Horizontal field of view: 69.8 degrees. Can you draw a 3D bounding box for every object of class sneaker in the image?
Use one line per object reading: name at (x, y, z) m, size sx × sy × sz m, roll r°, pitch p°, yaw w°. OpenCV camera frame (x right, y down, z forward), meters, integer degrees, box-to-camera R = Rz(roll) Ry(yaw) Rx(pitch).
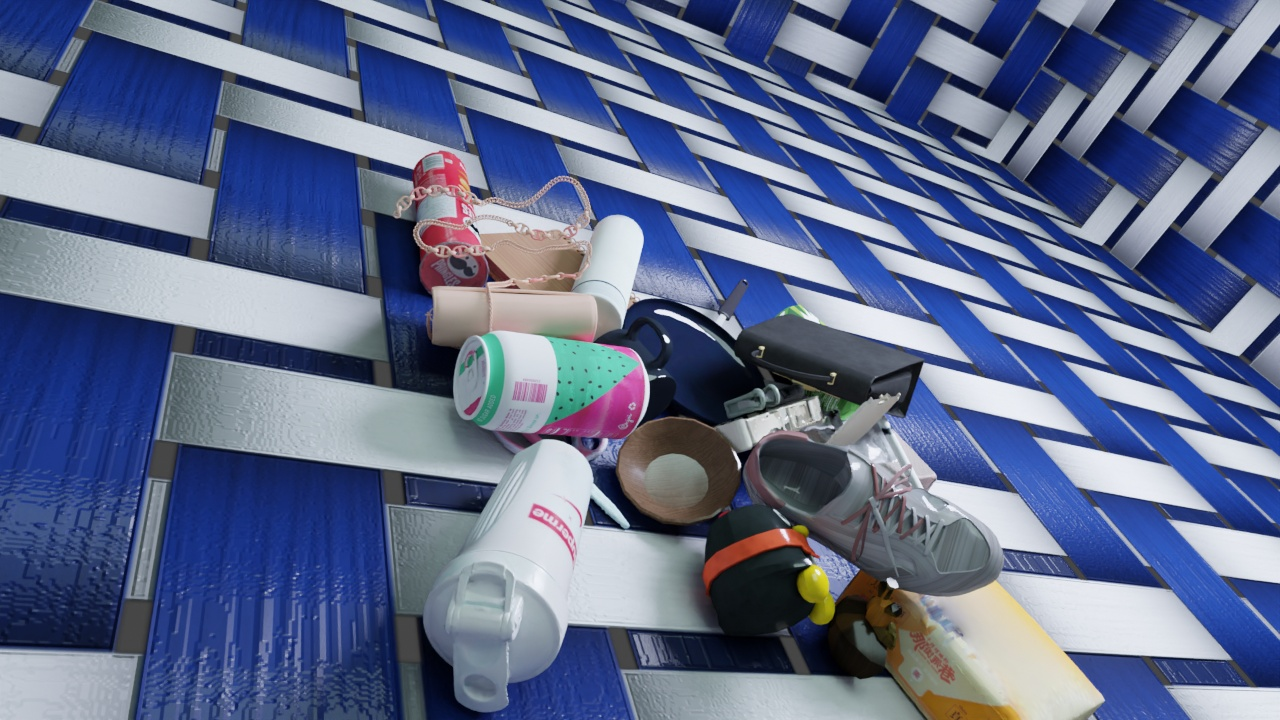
sneaker at (0.193, 0.127, 0.783) m, size 0.236 × 0.099 × 0.089 m, roll 21°, pitch -11°, yaw 19°

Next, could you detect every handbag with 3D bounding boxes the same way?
handbag at (0.191, 0.005, 1.020) m, size 0.176 × 0.072 × 0.195 m, roll 23°, pitch 13°, yaw 33°
handbag at (-0.136, -0.099, 0.885) m, size 0.198 × 0.187 × 0.117 m, roll 1°, pitch 0°, yaw -13°

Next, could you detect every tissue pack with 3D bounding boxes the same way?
tissue pack at (0.246, 0.110, 1.036) m, size 0.181 × 0.071 × 0.104 m, roll -1°, pitch 41°, yaw -35°

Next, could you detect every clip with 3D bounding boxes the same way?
clip at (0.116, 0.042, 0.937) m, size 0.047 × 0.076 × 0.023 m, roll -16°, pitch 84°, yaw -22°

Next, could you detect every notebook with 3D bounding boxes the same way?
notebook at (-0.088, -0.090, 1.109) m, size 0.210 × 0.022 × 0.168 m, roll 44°, pitch 33°, yaw 26°

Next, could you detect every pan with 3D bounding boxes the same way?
pan at (0.087, -0.030, 1.131) m, size 0.199 × 0.021 × 0.355 m, roll 37°, pitch 33°, yaw -1°

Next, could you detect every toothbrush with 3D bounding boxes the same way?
toothbrush at (0.308, 0.145, 1.009) m, size 0.017 × 0.012 × 0.186 m, roll -1°, pitch 62°, yaw -54°
toothbrush at (0.155, 0.044, 1.062) m, size 0.022 × 0.024 × 0.185 m, roll 58°, pitch 23°, yaw 12°

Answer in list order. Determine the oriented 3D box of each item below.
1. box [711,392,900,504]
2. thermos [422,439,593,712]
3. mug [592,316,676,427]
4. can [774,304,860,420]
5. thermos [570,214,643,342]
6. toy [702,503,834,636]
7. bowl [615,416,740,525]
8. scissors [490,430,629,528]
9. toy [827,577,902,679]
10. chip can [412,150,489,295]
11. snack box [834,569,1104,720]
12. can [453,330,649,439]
box at (0.156, 0.092, 0.910) m, size 0.143 × 0.195 × 0.101 m, roll -13°, pitch 84°, yaw -43°
thermos at (-0.089, 0.140, 0.672) m, size 0.099 × 0.099 × 0.220 m, roll 25°, pitch 25°, yaw -5°
mug at (-0.006, 0.006, 0.941) m, size 0.071 × 0.105 × 0.077 m, roll 1°, pitch 39°, yaw -48°
can at (0.227, 0.002, 1.167) m, size 0.082 × 0.083 × 0.144 m, roll -11°, pitch 48°, yaw -49°
thermos at (-0.040, -0.098, 1.072) m, size 0.068 × 0.068 × 0.229 m, roll 24°, pitch 30°, yaw -8°
toy at (0.098, 0.169, 0.774) m, size 0.097 × 0.100 × 0.119 m, roll 63°, pitch 6°, yaw -55°
bowl at (0.035, 0.109, 0.862) m, size 0.118 × 0.030 × 0.117 m, roll 3°, pitch 50°, yaw -3°
scissors at (-0.059, 0.091, 0.855) m, size 0.172 × 0.014 × 0.158 m, roll 39°, pitch 31°, yaw 20°
toy at (0.195, 0.221, 0.777) m, size 0.062 × 0.100 × 0.076 m, roll 11°, pitch 34°, yaw -16°
chip can at (-0.224, -0.162, 1.056) m, size 0.073 × 0.073 × 0.232 m, roll 13°, pitch 32°, yaw -25°
snack box at (0.296, 0.256, 0.825) m, size 0.144 × 0.081 × 0.195 m, roll -2°, pitch 40°, yaw -40°
can at (-0.079, 0.024, 0.837) m, size 0.165 × 0.088 × 0.088 m, roll 7°, pitch 35°, yaw -32°
